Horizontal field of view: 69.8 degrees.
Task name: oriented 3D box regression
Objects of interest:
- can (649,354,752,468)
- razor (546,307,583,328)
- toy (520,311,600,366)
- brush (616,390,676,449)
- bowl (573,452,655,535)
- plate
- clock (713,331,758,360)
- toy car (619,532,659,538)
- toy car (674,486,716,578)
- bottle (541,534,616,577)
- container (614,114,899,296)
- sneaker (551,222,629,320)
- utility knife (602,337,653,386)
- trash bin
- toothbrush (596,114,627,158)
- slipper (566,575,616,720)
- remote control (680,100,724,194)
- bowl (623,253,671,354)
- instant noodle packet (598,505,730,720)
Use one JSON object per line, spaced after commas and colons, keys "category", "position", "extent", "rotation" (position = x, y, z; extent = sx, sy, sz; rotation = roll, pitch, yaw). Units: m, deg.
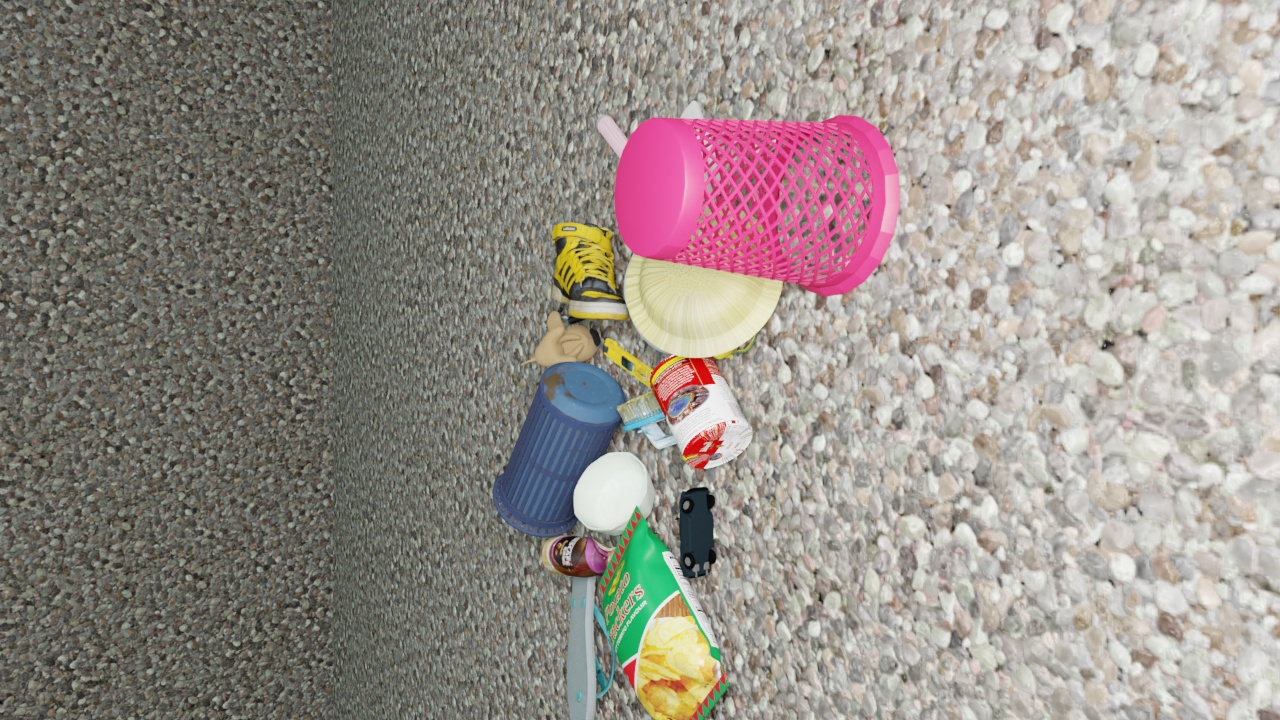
{"category": "can", "position": [0.070, 0.057, 1.086], "extent": [0.087, 0.086, 0.116], "rotation": [-61, 41, 40]}
{"category": "razor", "position": [-0.099, -0.069, 1.434], "extent": [0.145, 0.022, 0.042], "rotation": [-6, 46, 55]}
{"category": "toy", "position": [-0.116, -0.016, 1.380], "extent": [0.106, 0.108, 0.134], "rotation": [-23, 86, 20]}
{"category": "brush", "position": [0.019, 0.078, 1.209], "extent": [0.136, 0.055, 0.075], "rotation": [-25, 88, 57]}
{"category": "bowl", "position": [-0.028, 0.190, 1.261], "extent": [0.118, 0.061, 0.117], "rotation": [-18, 51, 24]}
{"category": "plate", "position": [0.065, -0.097, 1.029], "extent": [0.185, 0.036, 0.184], "rotation": [-5, 73, 18]}
{"category": "clock", "position": [0.085, -0.052, 1.075], "extent": [0.119, 0.057, 0.083], "rotation": [29, 106, 17]}
{"category": "toy car", "position": [-0.003, 0.250, 1.269], "extent": [0.091, 0.036, 0.042], "rotation": [-148, 62, -61]}
{"category": "toy car", "position": [0.068, 0.212, 1.135], "extent": [0.034, 0.046, 0.112], "rotation": [2, 94, 54]}
{"category": "bottle", "position": [-0.072, 0.289, 1.342], "extent": [0.166, 0.059, 0.059], "rotation": [-5, 86, 43]}
{"category": "container", "position": [0.103, -0.157, 0.891], "extent": [0.183, 0.225, 0.183], "rotation": [2, 92, 59]}
{"category": "sneaker", "position": [-0.070, -0.129, 1.300], "extent": [0.238, 0.086, 0.122], "rotation": [-146, 58, -66]}
{"category": "utility knife", "position": [-0.008, 0.008, 1.290], "extent": [0.191, 0.017, 0.030], "rotation": [32, 127, 51]}
{"category": "trash bin", "position": [-0.117, 0.126, 1.339], "extent": [0.139, 0.139, 0.250], "rotation": [61, 139, 39]}
{"category": "toothbrush", "position": [-0.009, -0.276, 1.272], "extent": [0.222, 0.027, 0.027], "rotation": [58, 140, 40]}
{"category": "slipper", "position": [-0.075, 0.423, 1.388], "extent": [0.098, 0.054, 0.268], "rotation": [139, 134, -55]}
{"category": "remote control", "position": [0.078, -0.262, 1.137], "extent": [0.033, 0.012, 0.130], "rotation": [-45, 54, 48]}
{"category": "bowl", "position": [0.026, -0.094, 1.176], "extent": [0.177, 0.066, 0.176], "rotation": [2, 93, 59]}
{"category": "instant noodle packet", "position": [0.021, 0.343, 1.170], "extent": [0.252, 0.090, 0.196], "rotation": [59, 144, 34]}
